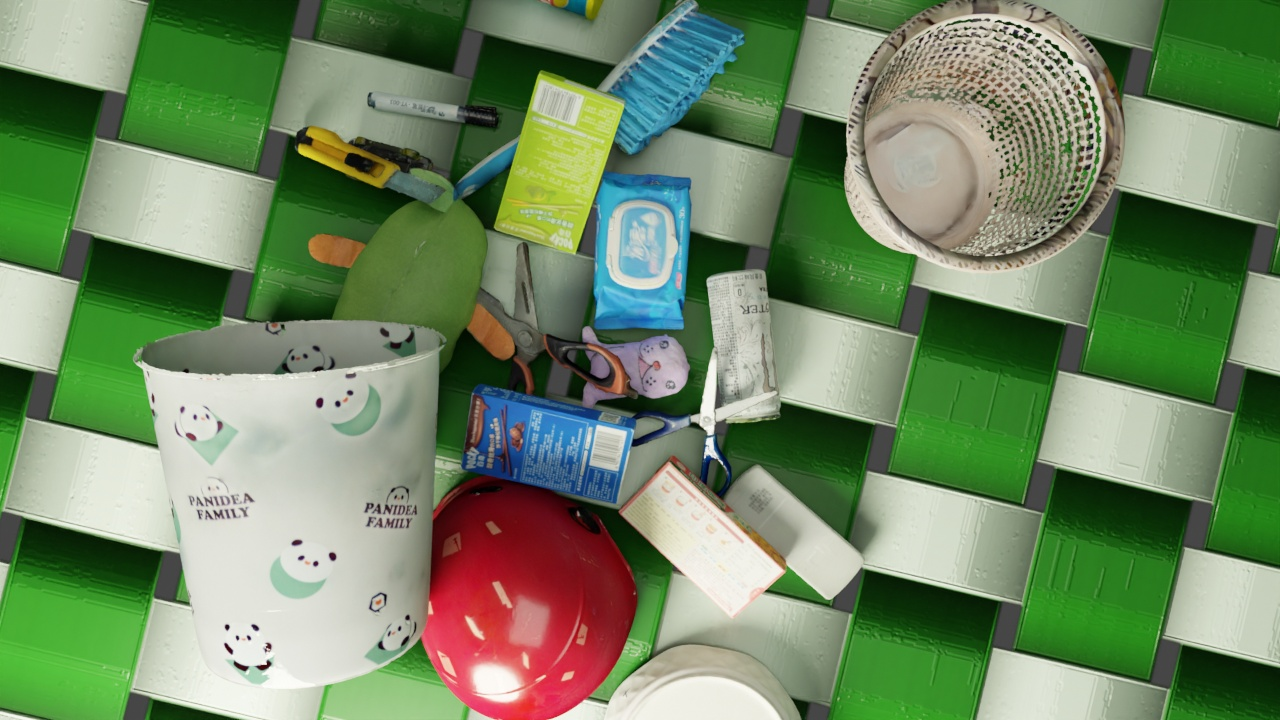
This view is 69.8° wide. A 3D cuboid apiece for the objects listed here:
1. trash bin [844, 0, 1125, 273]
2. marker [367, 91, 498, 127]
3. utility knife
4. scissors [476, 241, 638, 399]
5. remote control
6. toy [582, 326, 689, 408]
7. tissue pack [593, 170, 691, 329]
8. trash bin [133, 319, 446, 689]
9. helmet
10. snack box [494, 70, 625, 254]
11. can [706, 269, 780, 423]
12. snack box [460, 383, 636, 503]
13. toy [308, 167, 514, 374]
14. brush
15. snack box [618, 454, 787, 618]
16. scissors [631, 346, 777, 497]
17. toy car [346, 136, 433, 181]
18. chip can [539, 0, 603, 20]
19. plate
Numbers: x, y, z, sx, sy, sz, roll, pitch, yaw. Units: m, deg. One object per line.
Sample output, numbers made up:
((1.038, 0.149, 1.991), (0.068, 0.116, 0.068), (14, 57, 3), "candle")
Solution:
((0.280, -0.183, 0.835), (0.227, 0.192, 0.227), (0, 90, -1), "trash bin")
((-0.207, -0.253, 0.917), (0.131, 0.018, 0.022), (10, 97, -1), "marker")
((-0.259, -0.186, 0.863), (0.219, 0.015, 0.033), (25, 90, 31), "utility knife")
((-0.103, -0.003, 0.904), (0.226, 0.015, 0.189), (31, 104, 15), "scissors")
((0.151, 0.170, 0.917), (0.150, 0.021, 0.058), (42, 92, 0), "remote control")
((-0.005, 0.005, 0.907), (0.108, 0.039, 0.084), (-3, 87, 4), "toy")
((0.001, -0.106, 0.900), (0.095, 0.052, 0.157), (4, 89, -3), "tissue pack")
((-0.272, 0.107, 0.751), (0.229, 0.229, 0.252), (1, 103, -1), "trash bin")
((-0.118, 0.226, 0.856), (0.207, 0.144, 0.240), (-38, 89, 1), "helmet")
((-0.078, -0.187, 0.879), (0.085, 0.026, 0.157), (16, 114, -9), "snack box")
((0.102, -0.014, 0.900), (0.058, 0.058, 0.146), (-7, 89, -1), "can")
((-0.089, 0.080, 0.881), (0.157, 0.026, 0.085), (13, 112, 1), "snack box")
((-0.225, -0.054, 0.881), (0.227, 0.090, 0.246), (28, 86, -2), "toy")
((-0.043, -0.238, 0.906), (0.109, 0.060, 0.314), (45, 91, 5), "brush")
((0.061, 0.174, 0.903), (0.156, 0.027, 0.077), (43, 107, 0), "snack box")
((0.057, 0.065, 0.887), (0.163, 0.012, 0.176), (-1, 117, 21), "scissors")
((-0.251, -0.191, 0.908), (0.090, 0.035, 0.042), (16, 88, 5), "toy car")
((-0.135, -0.400, 0.892), (0.210, 0.071, 0.071), (19, 89, -1), "chip can")
((0.062, 0.388, 0.903), (0.205, 0.045, 0.205), (0, 89, -2), "plate")
